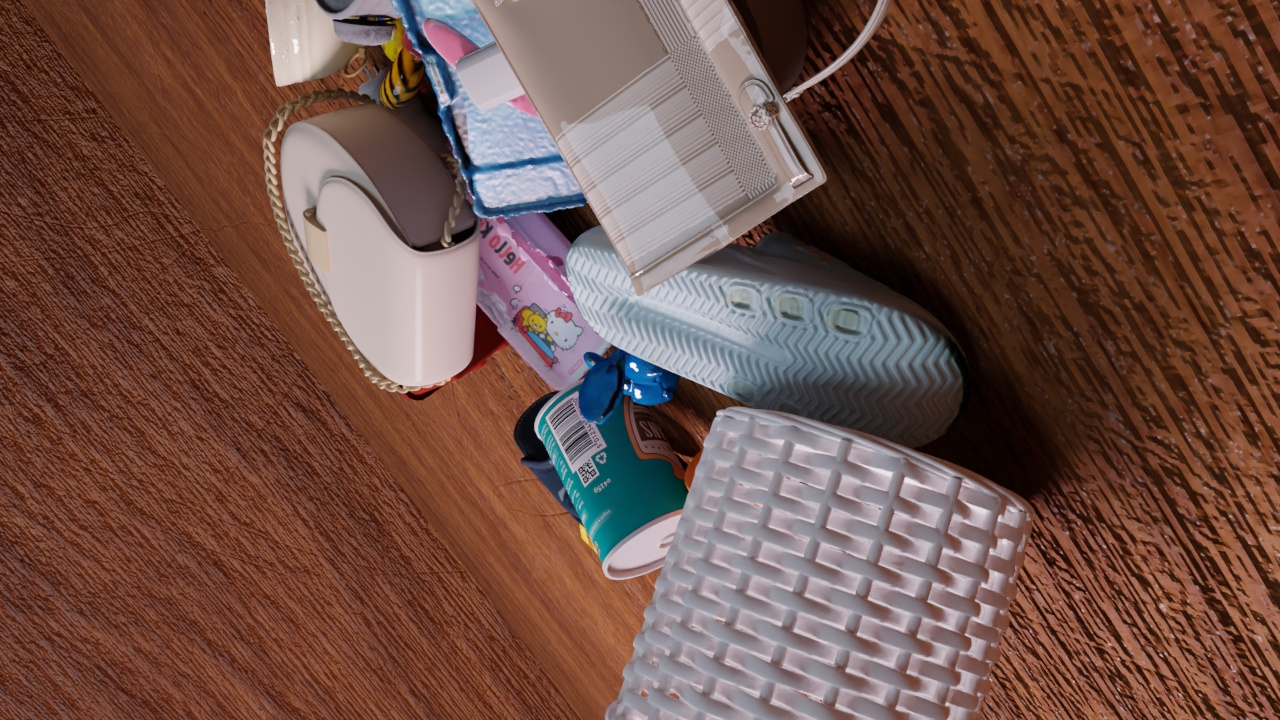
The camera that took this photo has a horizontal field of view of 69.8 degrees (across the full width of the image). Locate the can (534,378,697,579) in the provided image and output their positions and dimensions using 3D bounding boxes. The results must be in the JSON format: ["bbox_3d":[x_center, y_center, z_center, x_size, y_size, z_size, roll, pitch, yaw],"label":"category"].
[{"bbox_3d":[-0.016,0.096,0.776,0.144,0.099,0.099,60,164,29],"label":"can"}]

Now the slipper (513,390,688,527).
[{"bbox_3d":[-0.060,0.086,0.898,0.266,0.108,0.083,30,165,49],"label":"slipper"}]

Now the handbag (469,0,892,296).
[{"bbox_3d":[0.028,-0.144,0.394,0.198,0.062,0.175,-25,97,51],"label":"handbag"}]

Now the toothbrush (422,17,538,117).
[{"bbox_3d":[-0.075,-0.163,0.557,0.135,0.016,0.022,34,130,-12],"label":"toothbrush"}]

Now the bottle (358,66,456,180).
[{"bbox_3d":[-0.191,-0.192,0.808,0.136,0.044,0.044,52,157,-4],"label":"bottle"}]

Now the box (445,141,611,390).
[{"bbox_3d":[-0.105,-0.075,0.754,0.201,0.101,0.111,48,-178,6],"label":"box"}]

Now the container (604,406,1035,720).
[{"bbox_3d":[0.099,0.144,0.511,0.189,0.186,0.189,19,170,3],"label":"container"}]

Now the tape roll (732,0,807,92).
[{"bbox_3d":[0.035,-0.164,0.448,0.094,0.030,0.094,41,155,23],"label":"tape roll"}]

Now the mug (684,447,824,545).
[{"bbox_3d":[0.084,0.108,0.725,0.096,0.077,0.112,61,175,-23],"label":"mug"}]

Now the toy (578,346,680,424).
[{"bbox_3d":[-0.004,0.004,0.687,0.071,0.112,0.176,45,173,8],"label":"toy"}]

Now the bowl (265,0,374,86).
[{"bbox_3d":[-0.241,-0.284,0.692,0.151,0.075,0.150,176,91,-73],"label":"bowl"}]

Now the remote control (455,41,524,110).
[{"bbox_3d":[-0.047,-0.176,0.517,0.131,0.012,0.033,-13,122,28],"label":"remote control"}]

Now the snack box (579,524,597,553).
[{"bbox_3d":[-0.017,0.160,0.970,0.061,0.083,0.106,39,154,24],"label":"snack box"}]

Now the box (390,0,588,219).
[{"bbox_3d":[-0.061,-0.187,0.579,0.175,0.060,0.232,10,139,22],"label":"box"}]

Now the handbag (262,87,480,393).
[{"bbox_3d":[-0.210,-0.098,0.756,0.208,0.103,0.211,42,141,25],"label":"handbag"}]

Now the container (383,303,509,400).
[{"bbox_3d":[-0.218,-0.035,0.966,0.201,0.147,0.127,-8,120,54],"label":"container"}]

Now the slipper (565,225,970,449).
[{"bbox_3d":[0.070,-0.029,0.530,0.246,0.074,0.104,20,138,22],"label":"slipper"}]

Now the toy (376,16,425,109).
[{"bbox_3d":[-0.177,-0.240,0.686,0.084,0.046,0.103,22,111,55],"label":"toy"}]

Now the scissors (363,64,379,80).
[{"bbox_3d":[-0.207,-0.201,0.864,0.131,0.014,0.153,41,159,23],"label":"scissors"}]

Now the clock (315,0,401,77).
[{"bbox_3d":[-0.182,-0.261,0.600,0.104,0.056,0.148,30,117,41],"label":"clock"}]
